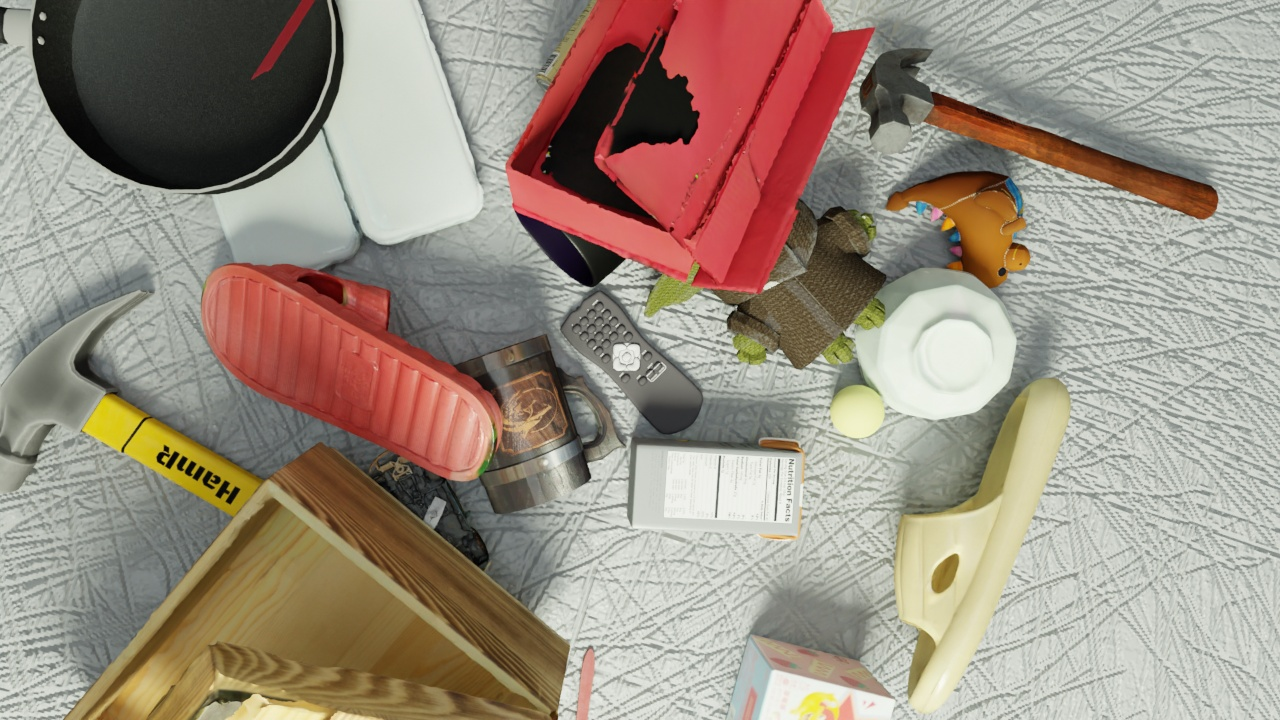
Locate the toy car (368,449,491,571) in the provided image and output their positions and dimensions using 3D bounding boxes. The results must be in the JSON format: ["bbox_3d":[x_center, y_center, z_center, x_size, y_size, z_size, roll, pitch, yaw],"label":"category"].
[{"bbox_3d":[-0.150,0.109,0.662,0.047,0.047,0.112,-28,98,-3],"label":"toy car"}]

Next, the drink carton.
[{"bbox_3d":[0.055,0.093,0.679,0.125,0.048,0.076,3,91,-5],"label":"drink carton"}]

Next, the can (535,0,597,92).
[{"bbox_3d":[-0.039,-0.226,0.668,0.038,0.038,0.079,36,88,-5],"label":"can"}]

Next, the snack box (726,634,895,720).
[{"bbox_3d":[0.120,0.267,0.673,0.094,0.079,0.093,16,90,-6],"label":"snack box"}]

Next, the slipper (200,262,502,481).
[{"bbox_3d":[-0.194,-0.003,0.630,0.249,0.059,0.104,24,121,14],"label":"slipper"}]

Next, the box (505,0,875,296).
[{"bbox_3d":[0.151,-0.132,0.514,0.468,0.138,0.214,18,71,25],"label":"box"}]

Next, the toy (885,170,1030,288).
[{"bbox_3d":[0.242,-0.098,0.700,0.103,0.070,0.090,-2,105,17],"label":"toy"}]

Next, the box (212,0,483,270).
[{"bbox_3d":[-0.228,-0.174,0.656,0.190,0.038,0.209,-17,91,-7],"label":"box"}]

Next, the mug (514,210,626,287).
[{"bbox_3d":[-0.038,-0.125,0.658,0.119,0.085,0.100,39,77,24],"label":"mug"}]

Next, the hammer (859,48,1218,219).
[{"bbox_3d":[0.302,-0.160,0.686,0.300,0.028,0.110,14,50,-13],"label":"hammer"}]

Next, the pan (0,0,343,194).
[{"bbox_3d":[-0.377,-0.220,0.622,0.356,0.044,0.204,5,92,1],"label":"pan"}]

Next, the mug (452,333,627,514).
[{"bbox_3d":[-0.072,0.039,0.659,0.115,0.080,0.107,-21,95,-31],"label":"mug"}]

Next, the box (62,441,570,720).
[{"bbox_3d":[-0.208,0.262,0.537,0.269,0.264,0.279,41,97,-7],"label":"box"}]

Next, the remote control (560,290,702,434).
[{"bbox_3d":[-0.004,0.004,0.691,0.046,0.009,0.124,-45,95,-3],"label":"remote control"}]

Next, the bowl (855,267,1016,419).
[{"bbox_3d":[0.222,-0.008,0.673,0.117,0.061,0.117,1,101,4],"label":"bowl"}]

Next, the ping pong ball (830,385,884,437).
[{"bbox_3d":[0.163,0.038,0.692,0.040,0.040,0.040,0,91,-5],"label":"ping pong ball"}]

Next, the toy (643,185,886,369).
[{"bbox_3d":[0.104,-0.065,0.664,0.153,0.078,0.179,42,90,-1],"label":"toy"}]

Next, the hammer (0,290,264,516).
[{"bbox_3d":[-0.295,0.086,0.659,0.324,0.034,0.170,32,87,-6],"label":"hammer"}]

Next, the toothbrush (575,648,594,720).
[{"bbox_3d":[-0.050,0.310,0.693,0.015,0.016,0.184,8,89,-12],"label":"toothbrush"}]

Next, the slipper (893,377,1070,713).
[{"bbox_3d":[0.234,0.124,0.678,0.079,0.111,0.261,24,85,16],"label":"slipper"}]
